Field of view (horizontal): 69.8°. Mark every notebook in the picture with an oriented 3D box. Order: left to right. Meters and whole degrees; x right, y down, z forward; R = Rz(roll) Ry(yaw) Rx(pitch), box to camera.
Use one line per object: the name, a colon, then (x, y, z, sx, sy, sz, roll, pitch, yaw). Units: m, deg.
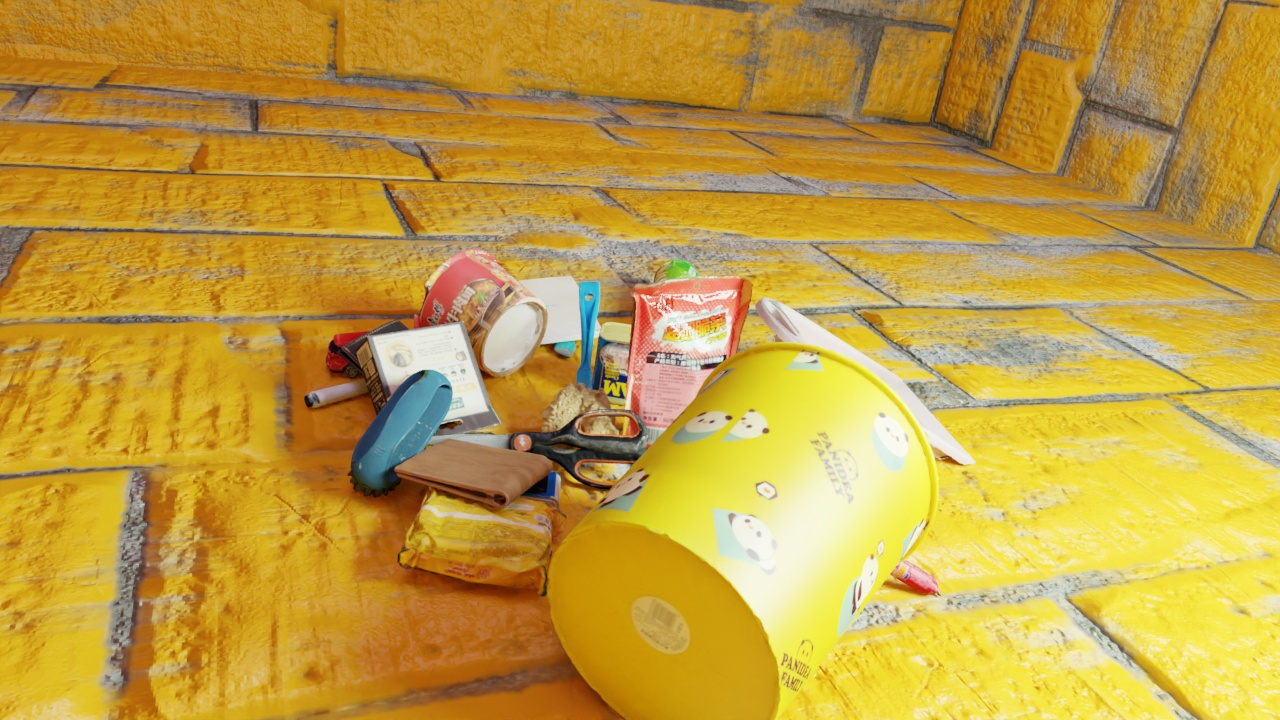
notebook: (-0.147, -0.070, 1.277, 0.150, 0.012, 0.209, -7, 28, -14)

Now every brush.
brush: (-0.225, 0.061, 0.876, 0.055, 0.074, 0.143, 30, 49, -3)
brush: (-0.063, 0.006, 1.023, 0.083, 0.046, 0.254, -1, 50, 3)

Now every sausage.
sausage: (0.211, 0.173, 0.833, 0.156, 0.020, 0.020, 33, 25, -7)

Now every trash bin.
trash bin: (0.076, 0.138, 0.703, 0.230, 0.230, 0.254, 22, 34, 26)

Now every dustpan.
dustpan: (0.264, 0.010, 1.115, 0.273, 0.139, 0.222, 2, 25, -14)

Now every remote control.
remote control: (-0.139, 0.120, 0.883, 0.125, 0.024, 0.049, 7, 25, -4)

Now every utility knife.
utility knife: (-0.096, -0.042, 1.253, 0.029, 0.013, 0.171, 10, 27, -2)

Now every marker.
marker: (-0.311, 0.031, 1.025, 0.022, 0.018, 0.130, 37, 36, 30)

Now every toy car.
toy car: (-0.307, -0.009, 1.081, 0.120, 0.045, 0.053, 0, 28, -24)

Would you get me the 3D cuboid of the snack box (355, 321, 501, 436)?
snack box: (-0.225, 0.028, 0.973, 0.113, 0.125, 0.053, -12, -12, -38)

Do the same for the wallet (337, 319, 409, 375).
wallet: (-0.263, 0.010, 1.030, 0.122, 0.020, 0.096, 41, 37, 8)

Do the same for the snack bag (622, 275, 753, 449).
snack bag: (0.041, 0.012, 0.955, 0.128, 0.208, 0.073, -2, 26, -20)

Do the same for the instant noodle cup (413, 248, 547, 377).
instant noodle cup: (-0.186, -0.052, 1.116, 0.108, 0.138, 0.137, 33, 33, 27)

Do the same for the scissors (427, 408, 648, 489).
scissors: (-0.106, 0.099, 0.918, 0.234, 0.125, 0.022, -16, -11, -8)

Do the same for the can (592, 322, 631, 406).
can: (-0.007, 0.006, 1.097, 0.102, 0.083, 0.057, 9, 25, 1)

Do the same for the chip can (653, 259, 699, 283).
chip can: (0.045, -0.081, 1.313, 0.072, 0.073, 0.220, 10, 25, 3)

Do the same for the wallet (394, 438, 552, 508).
wallet: (-0.153, 0.101, 0.852, 0.115, 0.020, 0.101, 12, 14, 16)

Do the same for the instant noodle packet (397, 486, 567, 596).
instant noodle packet: (-0.132, 0.154, 0.792, 0.128, 0.044, 0.110, 10, 23, -2)
